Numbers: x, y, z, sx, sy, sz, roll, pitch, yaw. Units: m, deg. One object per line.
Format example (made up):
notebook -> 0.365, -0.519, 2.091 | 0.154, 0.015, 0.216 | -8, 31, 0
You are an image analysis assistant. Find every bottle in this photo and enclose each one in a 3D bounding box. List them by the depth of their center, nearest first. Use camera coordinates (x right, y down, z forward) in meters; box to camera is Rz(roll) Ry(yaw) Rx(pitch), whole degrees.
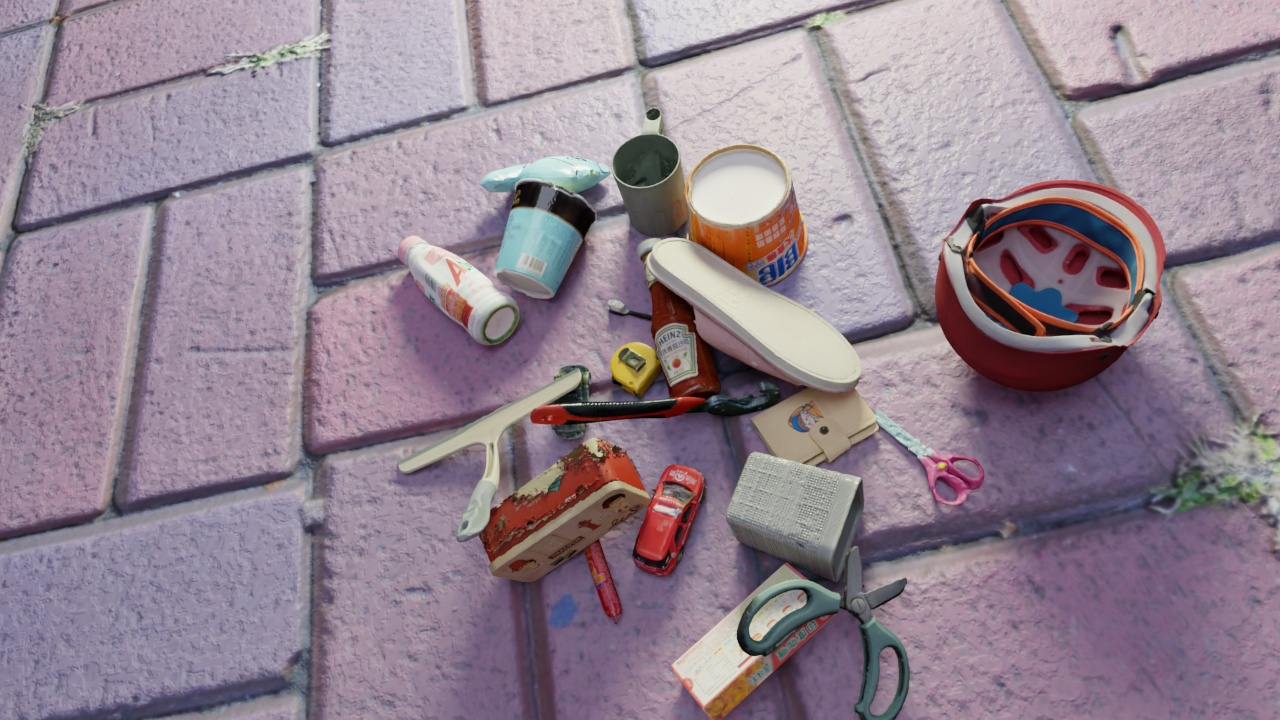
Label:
bottle -> 0.037, -0.047, 1.050 | 0.060, 0.060, 0.206 | -18, 67, 3
bottle -> -0.234, -0.094, 1.150 | 0.068, 0.068, 0.197 | -45, 58, -12

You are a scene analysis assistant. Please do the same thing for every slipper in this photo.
slipper -> 0.119, -0.044, 1.014 | 0.274, 0.055, 0.113 | 35, 43, 16

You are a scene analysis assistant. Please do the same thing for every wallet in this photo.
wallet -> 0.189, 0.069, 0.989 | 0.115, 0.024, 0.087 | -28, 61, -4

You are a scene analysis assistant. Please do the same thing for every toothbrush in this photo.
toothbrush -> 0.042, -0.044, 1.087 | 0.181, 0.018, 0.015 | 16, 64, 19

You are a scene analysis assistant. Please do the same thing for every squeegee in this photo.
squeegee -> -0.163, 0.126, 0.959 | 0.247, 0.039, 0.246 | -27, 22, 8

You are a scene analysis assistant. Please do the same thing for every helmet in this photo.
helmet -> 0.410, -0.066, 0.944 | 0.207, 0.144, 0.239 | 37, 61, 26

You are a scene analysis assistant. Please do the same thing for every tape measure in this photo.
tape measure -> -0.006, 0.006, 1.063 | 0.057, 0.029, 0.060 | 30, 72, 25

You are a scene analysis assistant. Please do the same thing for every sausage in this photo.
sausage -> -0.048, 0.206, 0.973 | 0.020, 0.020, 0.155 | -22, 60, 1

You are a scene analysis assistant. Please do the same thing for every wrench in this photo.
wrench -> 0.018, 0.050, 0.981 | 0.273, 0.056, 0.016 | -4, 58, -12

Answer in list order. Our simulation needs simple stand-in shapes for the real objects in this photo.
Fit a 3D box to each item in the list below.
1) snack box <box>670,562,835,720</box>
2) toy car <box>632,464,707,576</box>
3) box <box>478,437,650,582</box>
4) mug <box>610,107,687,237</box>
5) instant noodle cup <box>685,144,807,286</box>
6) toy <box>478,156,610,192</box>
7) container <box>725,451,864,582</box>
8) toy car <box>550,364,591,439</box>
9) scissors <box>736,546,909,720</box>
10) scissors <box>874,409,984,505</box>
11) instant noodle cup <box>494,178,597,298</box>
snack box -> 0.107, 0.266, 0.878 | 0.155, 0.027, 0.077 | -39, 24, -9
toy car -> 0.031, 0.164, 0.963 | 0.053, 0.045, 0.120 | 15, 65, 18
box -> -0.085, 0.150, 0.949 | 0.168, 0.091, 0.079 | -36, 59, 12
mug -> 0.018, -0.231, 1.140 | 0.084, 0.103, 0.123 | 3, 62, 14
instant noodle cup -> 0.120, -0.173, 1.081 | 0.151, 0.111, 0.151 | -6, 61, 10
toy -> -0.122, -0.237, 1.186 | 0.161, 0.050, 0.156 | -16, 20, -34
container -> 0.154, 0.152, 0.916 | 0.114, 0.090, 0.090 | 16, 67, 23
toy car -> -0.078, 0.048, 1.054 | 0.043, 0.034, 0.090 | -3, 62, 8
scissors -> 0.173, 0.262, 0.839 | 0.170, 0.019, 0.173 | -9, 91, -9
scissors -> 0.296, 0.092, 0.958 | 0.063, 0.017, 0.135 | -38, 57, -8
instant noodle cup -> -0.124, -0.144, 1.133 | 0.111, 0.111, 0.120 | 14, 76, 19
